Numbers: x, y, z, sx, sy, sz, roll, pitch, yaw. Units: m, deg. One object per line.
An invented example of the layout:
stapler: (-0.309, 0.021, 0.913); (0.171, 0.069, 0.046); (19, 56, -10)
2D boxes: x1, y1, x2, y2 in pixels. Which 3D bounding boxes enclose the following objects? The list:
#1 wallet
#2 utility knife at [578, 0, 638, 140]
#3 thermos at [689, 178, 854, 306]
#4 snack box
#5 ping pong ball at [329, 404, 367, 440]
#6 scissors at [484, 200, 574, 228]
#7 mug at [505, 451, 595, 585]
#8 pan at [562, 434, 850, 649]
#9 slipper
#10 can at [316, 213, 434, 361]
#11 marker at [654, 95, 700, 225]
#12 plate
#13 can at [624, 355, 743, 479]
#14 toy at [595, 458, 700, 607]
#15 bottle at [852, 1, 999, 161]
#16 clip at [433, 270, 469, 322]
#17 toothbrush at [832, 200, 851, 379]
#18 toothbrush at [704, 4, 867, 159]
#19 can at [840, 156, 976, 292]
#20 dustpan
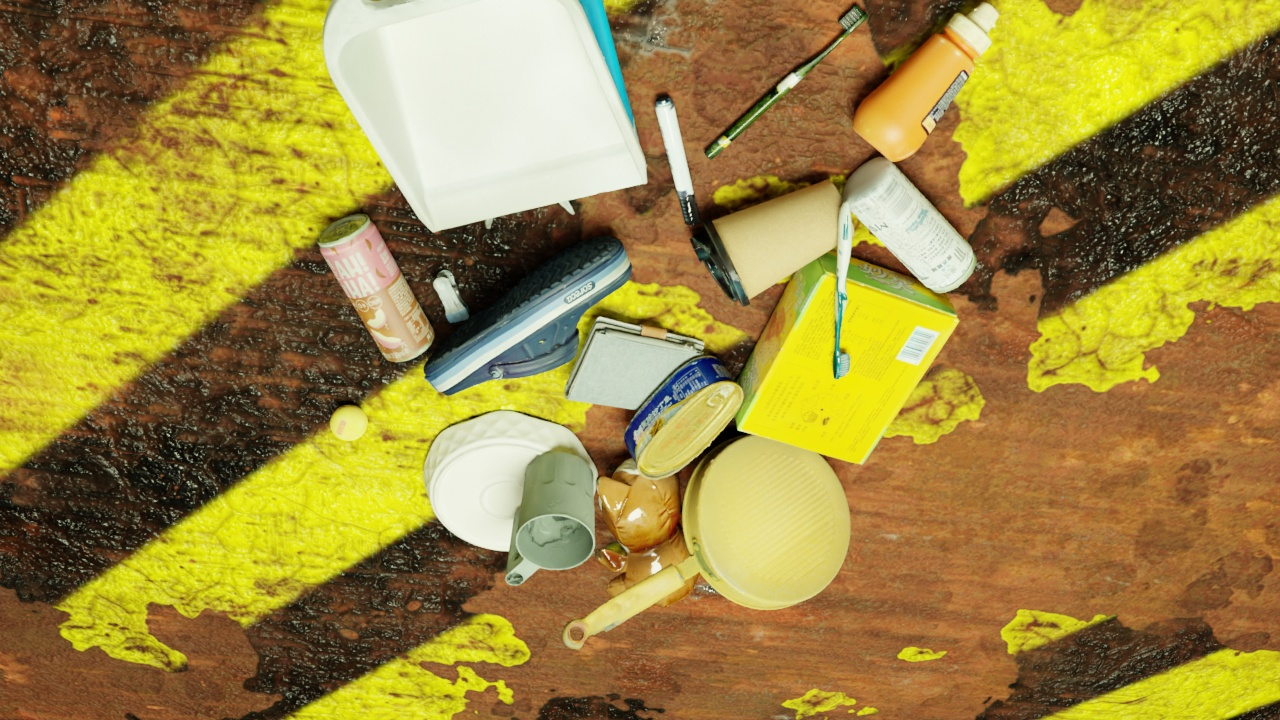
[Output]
wallet: (-0.006, 0.006, 0.987); (0.129, 0.037, 0.107); (11, 122, -26)
utility knife: (-0.040, -0.286, 0.794); (0.034, 0.018, 0.223); (-10, 126, 7)
thermos: (0.127, -0.116, 0.883); (0.143, 0.093, 0.093); (-26, 122, 6)
snack box: (0.208, -0.002, 0.971); (0.157, 0.070, 0.211); (16, 123, -13)
ping pong ball: (-0.325, 0.069, 1.023); (0.040, 0.040, 0.040); (-1, 125, -1)
scissors: (-0.130, -0.228, 0.832); (0.232, 0.021, 0.221); (28, 121, -18)
mug: (-0.104, 0.175, 1.011); (0.083, 0.103, 0.124); (35, 118, -24)
pan: (0.074, 0.215, 1.012); (0.356, 0.078, 0.197); (-27, 85, -25)
slipper: (-0.109, -0.027, 0.921); (0.253, 0.105, 0.095); (-31, 113, 21)
can: (-0.262, -0.070, 0.916); (0.058, 0.057, 0.147); (-16, 124, 9)
marker: (0.037, -0.186, 0.866); (0.018, 0.022, 0.131); (-28, 127, -15)
plate: (-0.155, 0.152, 1.085); (0.205, 0.045, 0.205); (-1, 125, -2)
can: (0.045, 0.062, 0.995); (0.074, 0.049, 0.148); (24, 116, -41)
toy: (0.004, 0.193, 1.086); (0.131, 0.139, 0.200); (19, 133, 37)
bottle: (0.256, -0.249, 0.808); (0.066, 0.066, 0.150); (32, 111, -22)
clip: (-0.195, -0.065, 0.946); (0.025, 0.036, 0.058); (-10, 125, 8)
toothbrush: (0.195, -0.063, 0.877); (0.018, 0.016, 0.192); (-10, 122, -8)
toothbrush: (0.127, -0.249, 0.831); (0.186, 0.012, 0.017); (-39, 112, 23)
can: (0.261, -0.130, 0.890); (0.146, 0.058, 0.058); (38, 116, -25)
dustpan: (-0.130, -0.211, 0.746); (0.223, 0.142, 0.258); (-11, 122, 8)
